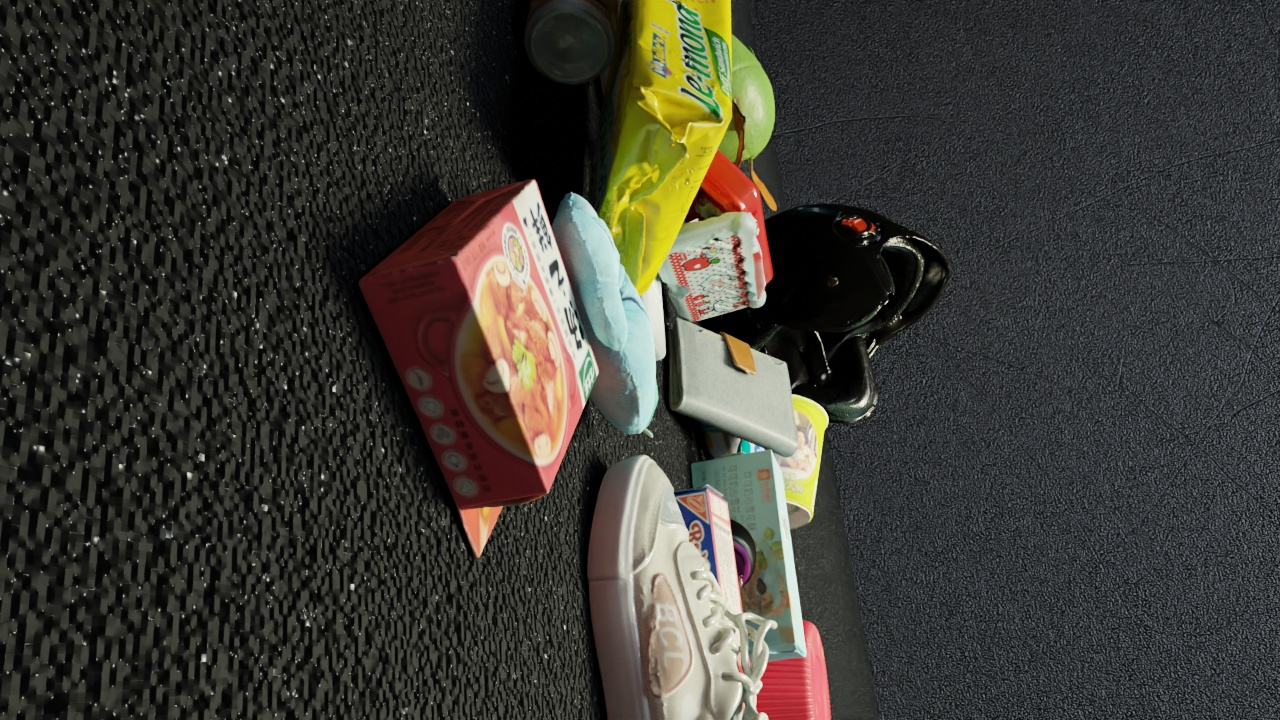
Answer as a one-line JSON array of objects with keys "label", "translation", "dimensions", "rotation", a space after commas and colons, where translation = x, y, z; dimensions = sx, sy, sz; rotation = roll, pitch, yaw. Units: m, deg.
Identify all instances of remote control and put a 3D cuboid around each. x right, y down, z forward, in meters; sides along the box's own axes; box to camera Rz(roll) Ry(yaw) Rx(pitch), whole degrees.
[{"label": "remote control", "translation": [0.001, -0.066, 0.728], "dimensions": [0.056, 0.020, 0.135], "rotation": [60, 22, -55]}]

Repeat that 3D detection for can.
[{"label": "can", "translation": [-0.044, -0.239, 0.614], "dimensions": [0.058, 0.058, 0.116], "rotation": [64, 20, -44]}, {"label": "can", "translation": [0.093, 0.084, 0.898], "dimensions": [0.053, 0.053, 0.135], "rotation": [-75, 150, -61]}]

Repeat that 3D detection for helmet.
[{"label": "helmet", "translation": [0.213, -0.073, 1.074], "dimensions": [0.230, 0.274, 0.234], "rotation": [56, -11, 32]}]

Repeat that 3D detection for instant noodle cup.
[{"label": "instant noodle cup", "translation": [0.133, 0.306, 0.830], "dimensions": [0.193, 0.066, 0.194], "rotation": [-8, 89, -75]}, {"label": "instant noodle cup", "translation": [0.149, 0.116, 1.007], "dimensions": [0.112, 0.112, 0.123], "rotation": [60, 31, -51]}]

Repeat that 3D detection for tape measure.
[{"label": "tape measure", "translation": [0.062, 0.152, 0.716], "dimensions": [0.039, 0.058, 0.057], "rotation": [-50, 124, -73]}]

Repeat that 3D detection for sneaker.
[{"label": "sneaker", "translation": [0.029, 0.164, 0.510], "dimensions": [0.089, 0.091, 0.241], "rotation": [51, 29, -63]}]

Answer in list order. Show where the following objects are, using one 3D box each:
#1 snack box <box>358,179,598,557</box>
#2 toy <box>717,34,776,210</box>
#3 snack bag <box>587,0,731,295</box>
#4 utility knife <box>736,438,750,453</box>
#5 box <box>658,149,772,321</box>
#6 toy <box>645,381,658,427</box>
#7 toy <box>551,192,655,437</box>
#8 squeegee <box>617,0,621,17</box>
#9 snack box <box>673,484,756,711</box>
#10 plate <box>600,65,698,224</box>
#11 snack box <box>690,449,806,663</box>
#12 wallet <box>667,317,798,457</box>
[{"label": "snack box", "translation": [-0.057, -0.001, 0.396], "dimensions": [0.113, 0.044, 0.127], "rotation": [-73, 148, -63]}, {"label": "toy", "translation": [0.070, -0.234, 0.809], "dimensions": [0.246, 0.090, 0.227], "rotation": [-48, 115, -77]}, {"label": "snack bag", "translation": [0.012, -0.166, 0.598], "dimensions": [0.158, 0.068, 0.245], "rotation": [111, -12, -52]}, {"label": "utility knife", "translation": [0.093, 0.129, 0.851], "dimensions": [0.029, 0.013, 0.187], "rotation": [9, 85, -60]}, {"label": "box", "translation": [0.054, -0.087, 0.757], "dimensions": [0.095, 0.098, 0.201], "rotation": [47, -2, 18]}, {"label": "toy", "translation": [-0.004, 0.004, 0.638], "dimensions": [0.096, 0.030, 0.091], "rotation": [52, 32, -73]}, {"label": "toy", "translation": [-0.019, -0.018, 0.512], "dimensions": [0.161, 0.050, 0.156], "rotation": [-116, -169, -73]}, {"label": "squeegee", "translation": [-0.056, -0.347, 0.680], "dimensions": [0.250, 0.040, 0.247], "rotation": [61, 30, -36]}, {"label": "snack box", "translation": [0.039, 0.189, 0.599], "dimensions": [0.058, 0.057, 0.207], "rotation": [41, 39, -63]}, {"label": "plate", "translation": [0.011, -0.214, 0.839], "dimensions": [0.204, 0.046, 0.205], "rotation": [-11, 89, -77]}, {"label": "snack box", "translation": [0.089, 0.165, 0.776], "dimensions": [0.051, 0.074, 0.174], "rotation": [56, 26, -54]}, {"label": "wallet", "translation": [0.085, 0.020, 0.822], "dimensions": [0.129, 0.037, 0.106], "rotation": [23, 46, -26]}]
